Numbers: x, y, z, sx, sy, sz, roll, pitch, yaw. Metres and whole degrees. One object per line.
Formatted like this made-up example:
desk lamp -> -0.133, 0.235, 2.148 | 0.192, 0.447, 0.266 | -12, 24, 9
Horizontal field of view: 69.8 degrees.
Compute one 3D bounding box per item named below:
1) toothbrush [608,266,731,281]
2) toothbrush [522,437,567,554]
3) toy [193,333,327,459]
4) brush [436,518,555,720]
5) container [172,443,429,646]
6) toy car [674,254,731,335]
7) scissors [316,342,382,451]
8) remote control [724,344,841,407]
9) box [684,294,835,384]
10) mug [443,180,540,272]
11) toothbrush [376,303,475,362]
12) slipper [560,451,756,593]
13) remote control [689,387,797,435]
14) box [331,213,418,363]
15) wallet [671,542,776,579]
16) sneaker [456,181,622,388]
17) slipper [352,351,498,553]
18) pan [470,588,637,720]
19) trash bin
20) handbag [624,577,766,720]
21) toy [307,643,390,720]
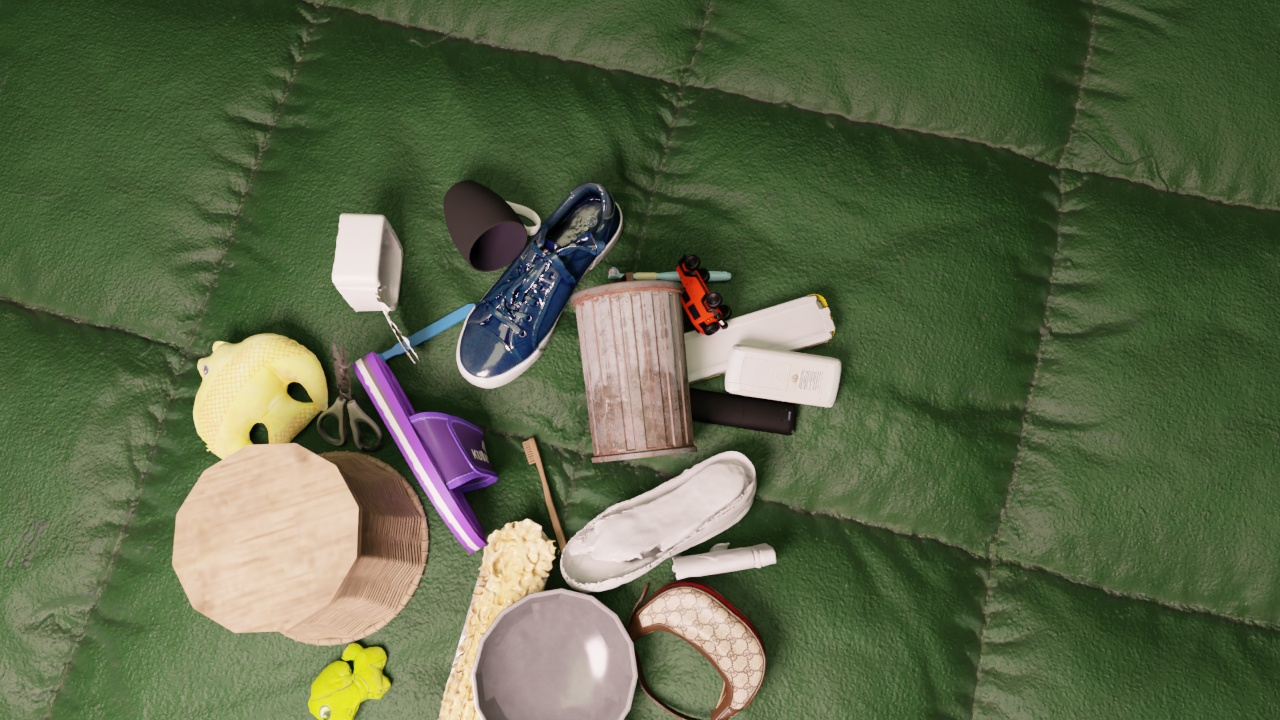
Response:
toothbrush -> 0.037, -0.108, 1.155 | 0.155, 0.022, 0.016 | 2, 117, 2
toothbrush -> -0.109, 0.171, 1.090 | 0.016, 0.016, 0.166 | -19, 76, -4
toy -> -0.470, 0.042, 1.112 | 0.155, 0.064, 0.170 | 42, 87, -2
brush -> -0.162, 0.313, 1.033 | 0.083, 0.057, 0.271 | 16, 77, -3
container -> -0.366, 0.196, 0.998 | 0.227, 0.196, 0.226 | 0, 76, 2
toy car -> 0.070, -0.077, 1.104 | 0.049, 0.051, 0.100 | -31, 64, 9
scissors -> -0.354, 0.046, 1.069 | 0.132, 0.170, 0.012 | -13, 37, 21
remote control -> 0.171, 0.018, 1.097 | 0.138, 0.025, 0.060 | 8, 98, -6
box -> 0.133, -0.027, 1.124 | 0.209, 0.033, 0.064 | -17, 78, -1
mug -> -0.187, -0.178, 1.155 | 0.118, 0.085, 0.100 | -17, 57, -33
toothbrush -> -0.278, -0.026, 1.149 | 0.166, 0.014, 0.016 | -31, 75, -10
slipper -> 0.023, 0.189, 1.048 | 0.246, 0.075, 0.112 | -28, 35, -10
remote control -> 0.113, 0.060, 1.108 | 0.152, 0.020, 0.041 | 8, 75, 4
box -> -0.321, -0.082, 1.110 | 0.083, 0.111, 0.190 | -15, 73, -3
wallet -> 0.093, 0.224, 1.036 | 0.116, 0.086, 0.032 | -7, 81, -4
sneaker -> -0.122, -0.097, 1.104 | 0.121, 0.127, 0.294 | 34, 81, 11
slipper -> -0.233, 0.088, 1.073 | 0.084, 0.107, 0.266 | -33, 73, -8
pan -> -0.036, 0.404, 0.991 | 0.178, 0.041, 0.357 | -41, 92, -18
trash bin -> -0.006, 0.006, 1.057 | 0.131, 0.131, 0.211 | -6, 85, 0
handbag -> 0.055, 0.325, 1.027 | 0.166, 0.063, 0.138 | 39, 90, 10
toy -> -0.331, 0.370, 1.038 | 0.093, 0.036, 0.094 | -10, 70, -4
